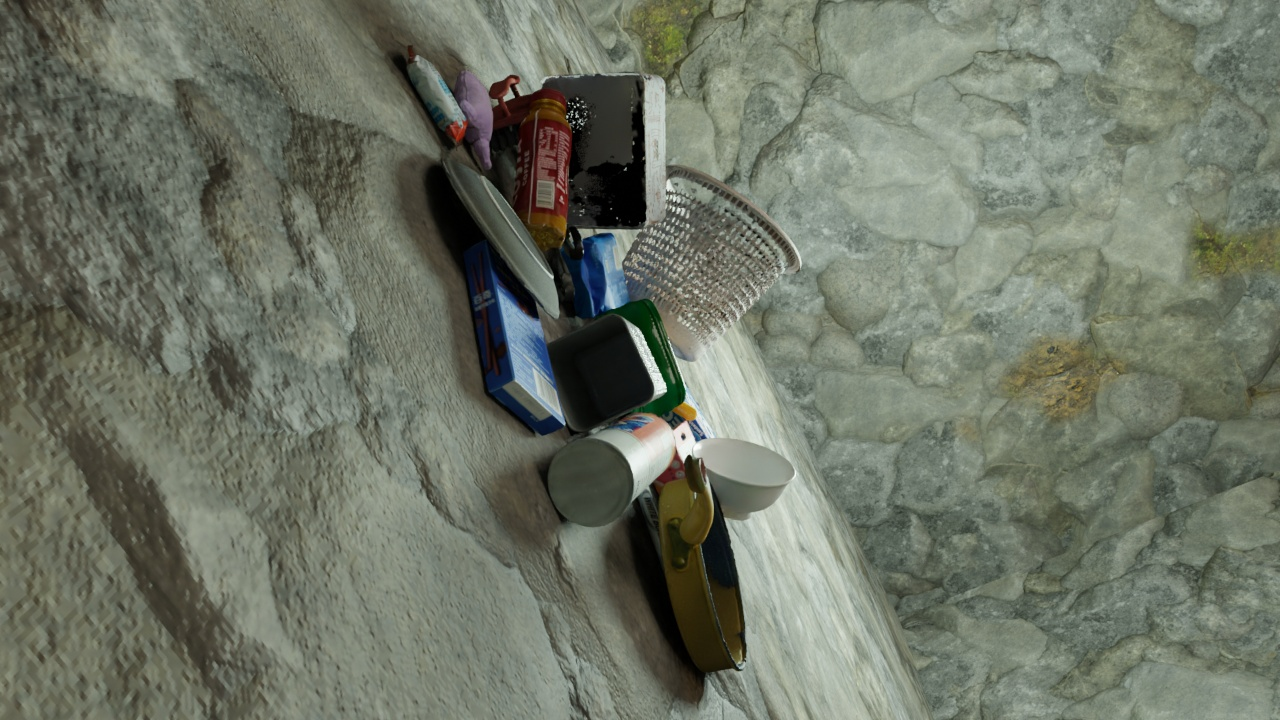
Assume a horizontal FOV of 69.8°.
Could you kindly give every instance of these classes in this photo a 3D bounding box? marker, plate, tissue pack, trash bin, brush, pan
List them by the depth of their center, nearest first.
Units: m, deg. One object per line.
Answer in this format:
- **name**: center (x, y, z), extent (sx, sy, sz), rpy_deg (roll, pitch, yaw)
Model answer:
- **plate**: center (-0.120, -0.117, 0.842), extent (0.179, 0.024, 0.179), rpy_deg (55, 2, -3)
- **pan**: center (0.059, 0.170, 0.846), extent (0.357, 0.078, 0.197), rpy_deg (58, 20, -57)
- **marker**: center (0.013, 0.162, 0.940), extent (0.017, 0.017, 0.145), rpy_deg (38, 28, -64)
- **tissue pack**: center (-0.054, -0.099, 1.077), extent (0.157, 0.052, 0.095), rpy_deg (-51, 129, -77)
- **brush**: center (-0.150, -0.298, 1.079), extent (0.145, 0.063, 0.069), rpy_deg (-93, 167, -64)
- **marker**: center (0.018, 0.038, 1.106), extent (0.124, 0.018, 0.015), rpy_deg (32, 14, -18)
- **trash bin**: center (0.067, -0.114, 1.216), extent (0.227, 0.192, 0.227), rpy_deg (36, -5, 4)

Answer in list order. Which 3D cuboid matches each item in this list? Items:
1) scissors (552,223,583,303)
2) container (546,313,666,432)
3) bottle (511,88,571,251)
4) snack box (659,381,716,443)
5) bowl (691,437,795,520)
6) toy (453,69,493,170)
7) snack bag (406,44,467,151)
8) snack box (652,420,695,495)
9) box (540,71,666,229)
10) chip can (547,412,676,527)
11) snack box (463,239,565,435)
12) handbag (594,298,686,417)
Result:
- **scissors**: center (-0.094, -0.140, 1.018), extent (0.171, 0.014, 0.159), rpy_deg (177, -91, -68)
- **container**: center (-0.030, 0.013, 0.896), extent (0.090, 0.090, 0.114), rpy_deg (66, 9, 5)
- **bottle**: center (-0.103, -0.205, 0.972), extent (0.057, 0.057, 0.174), rpy_deg (43, 45, -59)
- **snack box**: center (0.032, 0.049, 1.156), extent (0.207, 0.057, 0.058), rpy_deg (59, 13, -23)
- **bowl**: center (0.110, 0.140, 1.032), extent (0.118, 0.118, 0.065), rpy_deg (-74, 174, -72)
- **toy**: center (-0.174, -0.260, 0.961), extent (0.084, 0.039, 0.108), rpy_deg (77, -4, -45)
- **snack bag**: center (-0.196, -0.253, 0.881), extent (0.104, 0.026, 0.048), rpy_deg (59, 6, -19)
- **snack box**: center (0.052, 0.143, 1.081), extent (0.127, 0.044, 0.113), rpy_deg (66, 13, 2)
- **box**: center (-0.034, -0.251, 1.119), extent (0.192, 0.157, 0.183), rpy_deg (-33, 125, -65)
- **chip can**: center (-0.018, 0.091, 0.825), extent (0.071, 0.071, 0.214), rpy_deg (65, 12, 3)
- **snack box**: center (-0.108, -0.020, 0.776), extent (0.084, 0.026, 0.157), rpy_deg (50, 18, -52)
- **handbag**: center (-0.006, 0.006, 1.018), extent (0.120, 0.068, 0.131), rpy_deg (128, -58, -73)
